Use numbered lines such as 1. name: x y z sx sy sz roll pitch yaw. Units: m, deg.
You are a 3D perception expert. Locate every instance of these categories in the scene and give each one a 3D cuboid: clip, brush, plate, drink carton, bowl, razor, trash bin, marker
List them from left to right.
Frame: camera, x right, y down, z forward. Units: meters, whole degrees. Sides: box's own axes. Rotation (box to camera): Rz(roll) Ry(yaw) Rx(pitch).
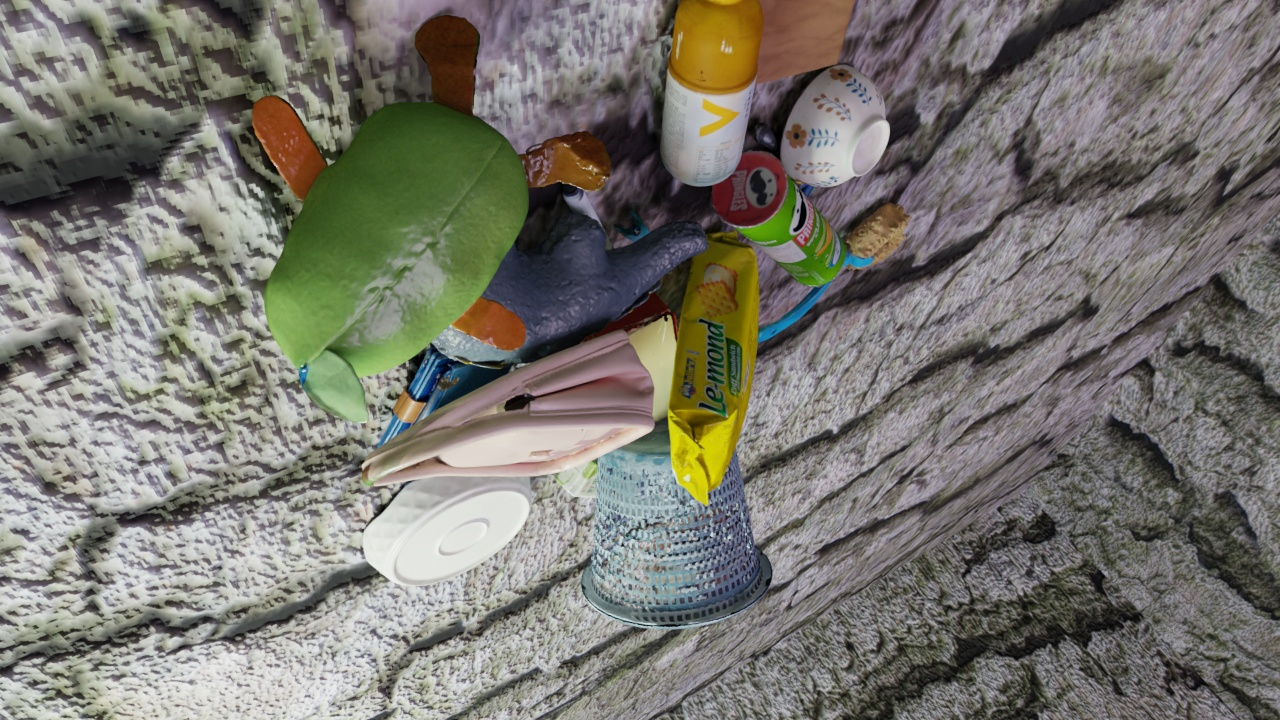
1. plate: -0.210 0.186 1.037 0.204 0.045 0.205 -28 152 -17
2. marker: -0.040 -0.114 0.799 0.018 0.022 0.131 -34 153 -1
3. drink carton: -0.050 0.139 1.145 0.053 0.045 0.122 -56 150 11
4. clip: -0.003 -0.119 0.842 0.041 0.014 0.056 -42 152 10
5. trash bin: 0.035 0.165 1.059 0.226 0.227 0.195 -16 109 -34
6. razor: 0.138 -0.196 0.875 0.142 0.022 0.043 16 107 -56
7. brush: 0.223 -0.098 1.056 0.254 0.046 0.083 -40 162 -23
8. bowl: 0.188 -0.207 0.848 0.113 0.062 0.114 -32 144 -27

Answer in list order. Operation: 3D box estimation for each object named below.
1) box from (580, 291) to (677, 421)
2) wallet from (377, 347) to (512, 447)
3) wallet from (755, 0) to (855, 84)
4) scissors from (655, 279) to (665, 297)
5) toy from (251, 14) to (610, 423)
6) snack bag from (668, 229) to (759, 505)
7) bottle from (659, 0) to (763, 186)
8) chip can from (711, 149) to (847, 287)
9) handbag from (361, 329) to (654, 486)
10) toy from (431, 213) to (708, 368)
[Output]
1. box: -0.005 0.005 0.941 0.091 0.079 0.168 -29 145 -13
2. wallet: -0.177 0.035 0.853 0.106 0.040 0.133 -14 145 -52
3. wallet: 0.126 -0.276 0.746 0.115 0.020 0.101 -22 147 -20
4. scissors: -0.011 -0.015 0.990 0.145 0.014 0.172 -37 152 -2
5. toy: -0.144 -0.085 0.582 0.227 0.090 0.246 43 82 -27
6. snack bag: 0.076 0.004 0.920 0.068 0.246 0.158 6 152 11
7. bottle: 0.054 -0.219 0.697 0.068 0.068 0.190 -26 150 -20
8. chip can: 0.144 -0.133 0.911 0.072 0.072 0.235 -44 156 13
9. handbag: -0.121 0.057 0.768 0.233 0.093 0.194 -13 170 -39
10. toy: -0.099 -0.059 0.735 0.355 0.091 0.138 -5 134 -39
